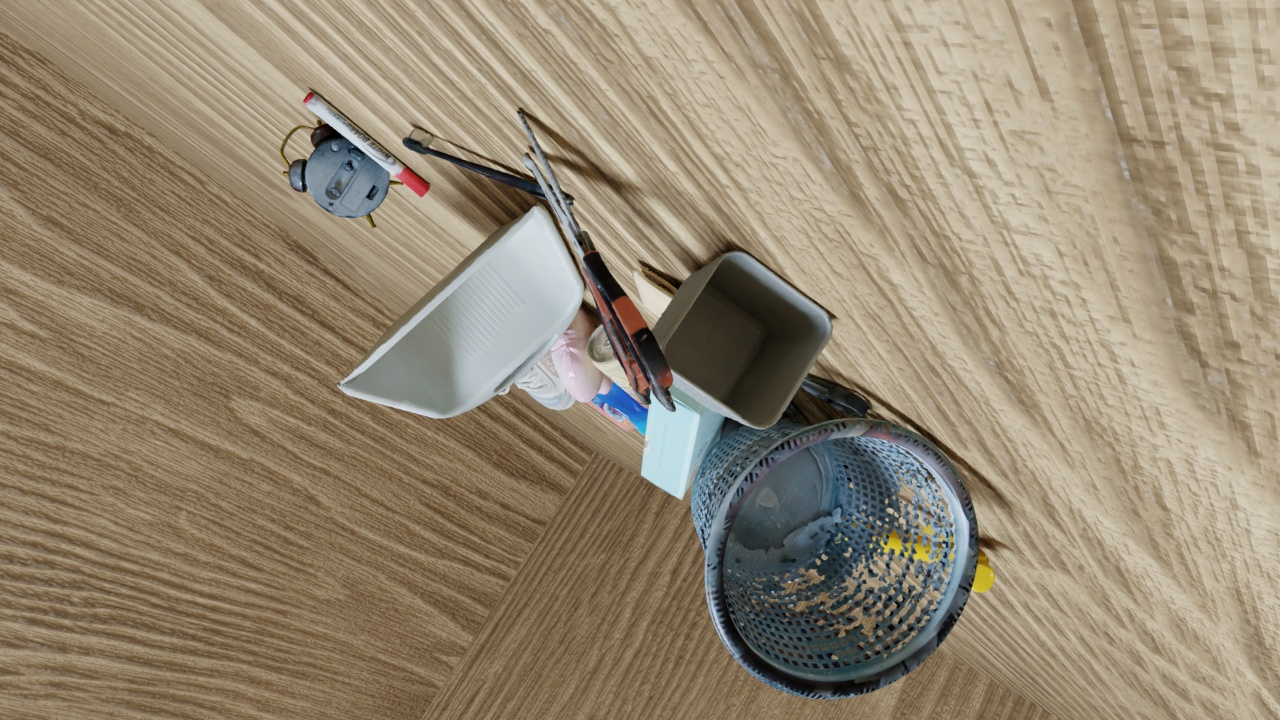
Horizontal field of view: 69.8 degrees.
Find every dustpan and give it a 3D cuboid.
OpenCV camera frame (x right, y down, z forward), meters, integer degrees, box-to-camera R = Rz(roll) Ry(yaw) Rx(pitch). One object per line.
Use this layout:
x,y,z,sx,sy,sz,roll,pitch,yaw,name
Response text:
-0.140,-0.024,0.866,0.142,0.222,0.258,48,178,-15,dustpan

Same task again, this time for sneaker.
-0.145,-0.001,1.159,0.090,0.090,0.242,0,139,23,sneaker

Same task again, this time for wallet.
0.045,-0.032,0.752,0.115,0.024,0.087,39,176,22,wallet

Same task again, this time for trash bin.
0.139,0.141,0.797,0.226,0.226,0.195,35,180,-15,trash bin

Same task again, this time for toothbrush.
-0.124,-0.154,0.735,0.181,0.018,0.016,26,163,27,toothbrush

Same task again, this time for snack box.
0.044,0.055,0.853,0.051,0.074,0.175,29,150,14,snack box

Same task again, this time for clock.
-0.313,-0.195,0.949,0.122,0.082,0.055,33,178,-16,clock

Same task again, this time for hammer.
0.211,0.178,0.967,0.301,0.033,0.128,12,-174,7,hammer

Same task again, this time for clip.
0.144,0.052,0.897,0.027,0.043,0.058,22,170,45,clip

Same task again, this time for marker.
-0.270,-0.213,0.911,0.145,0.017,0.017,39,169,-34,marker

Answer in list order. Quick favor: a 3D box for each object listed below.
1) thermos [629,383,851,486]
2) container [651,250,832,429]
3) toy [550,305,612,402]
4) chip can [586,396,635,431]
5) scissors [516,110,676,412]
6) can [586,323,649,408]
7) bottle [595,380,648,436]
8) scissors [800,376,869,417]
0.108,0.063,0.959,0.242,0.068,0.089,34,-161,7,thermos
0.058,-0.013,0.634,0.090,0.090,0.114,35,174,-9,container
-0.068,-0.007,1.073,0.054,0.121,0.159,-14,166,12,toy
-0.078,0.019,1.302,0.214,0.071,0.071,38,170,-31,chip can
-0.029,-0.055,0.601,0.227,0.015,0.189,67,172,-29,scissors
-0.006,0.006,1.030,0.058,0.058,0.116,24,168,43,can
-0.023,0.036,1.227,0.065,0.065,0.218,24,168,43,bottle
0.116,0.004,0.767,0.159,0.014,0.180,33,174,12,scissors
